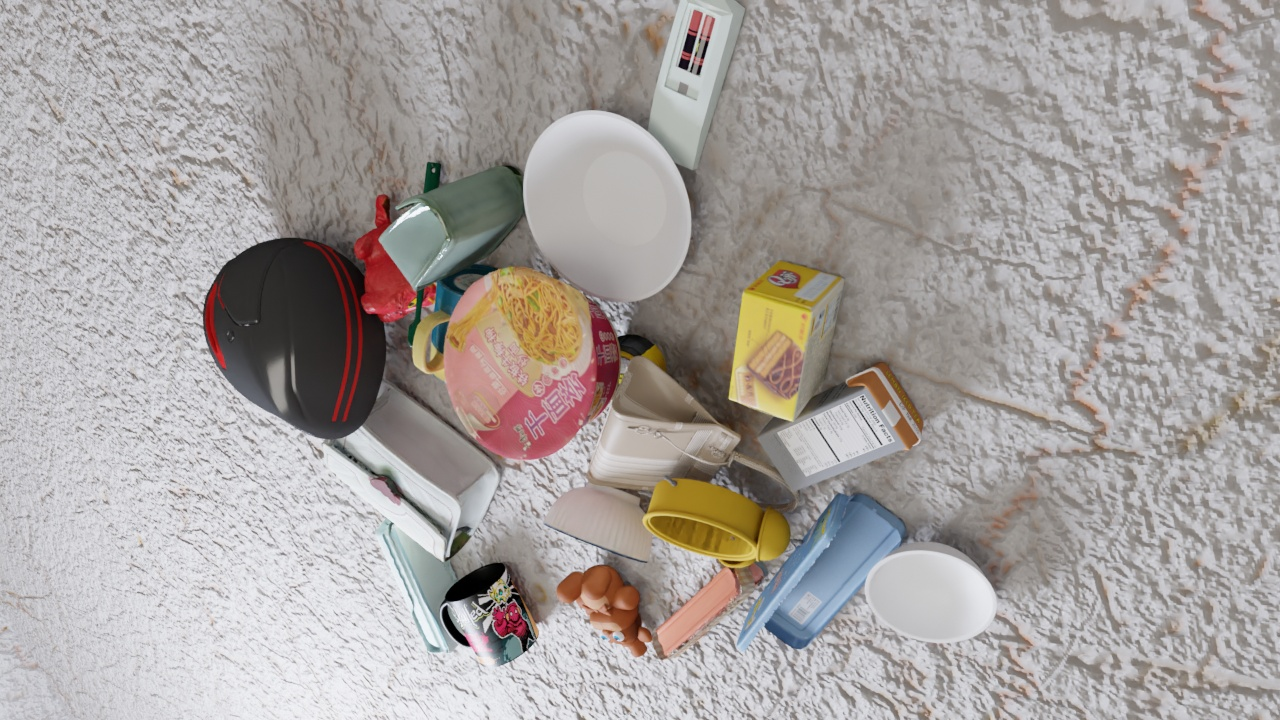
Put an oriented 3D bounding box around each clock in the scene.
[{"bbox_3d":[0.075,0.157,0.876,0.152,0.052,0.114,24,155,-12],"label":"clock"}]

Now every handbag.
[{"bbox_3d":[-0.177,-0.133,0.879,0.106,0.121,0.067,-35,91,42],"label":"handbag"},{"bbox_3d":[-0.282,0.138,1.104,0.198,0.095,0.142,35,129,10],"label":"handbag"},{"bbox_3d":[0.058,0.096,0.875,0.198,0.062,0.176,23,150,2],"label":"handbag"}]

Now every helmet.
[{"bbox_3d":[-0.372,-0.036,1.019,0.170,0.164,0.264,-30,70,32],"label":"helmet"}]

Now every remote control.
[{"bbox_3d":[0.040,-0.229,0.749,0.049,0.024,0.144,29,127,17],"label":"remote control"}]

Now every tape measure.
[{"bbox_3d":[-0.005,0.005,0.893,0.066,0.037,0.064,-3,115,40],"label":"tape measure"}]

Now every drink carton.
[{"bbox_3d":[0.173,0.060,0.800,0.125,0.048,0.076,-31,96,39],"label":"drink carton"}]

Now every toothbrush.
[{"bbox_3d":[-0.221,-0.107,0.941,0.016,0.017,0.190,6,93,-10],"label":"toothbrush"}]

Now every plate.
[{"bbox_3d":[-0.024,-0.140,0.829,0.174,0.036,0.174,15,121,26],"label":"plate"}]

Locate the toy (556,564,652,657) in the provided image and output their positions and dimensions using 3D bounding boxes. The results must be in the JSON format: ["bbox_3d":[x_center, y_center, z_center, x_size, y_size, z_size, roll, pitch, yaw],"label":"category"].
[{"bbox_3d":[-0.035,0.290,1.048,0.095,0.065,0.128,-14,111,43],"label":"toy"}]

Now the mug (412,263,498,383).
[{"bbox_3d":[-0.183,-0.031,0.939,0.083,0.113,0.107,31,126,27],"label":"mug"}]

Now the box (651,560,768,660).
[{"bbox_3d":[0.073,0.263,0.989,0.189,0.062,0.058,-52,57,41],"label":"box"}]

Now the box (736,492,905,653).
[{"bbox_3d":[0.170,0.217,0.875,0.074,0.077,0.210,32,128,8],"label":"box"}]

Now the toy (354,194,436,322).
[{"bbox_3d":[-0.251,-0.112,0.986,0.094,0.088,0.133,-9,91,3],"label":"toy"}]

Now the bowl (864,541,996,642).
[{"bbox_3d":[0.259,0.198,0.819,0.110,0.040,0.110,11,125,16],"label":"bowl"}]

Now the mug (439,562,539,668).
[{"bbox_3d":[-0.200,0.322,1.151,0.118,0.081,0.098,-20,103,26],"label":"mug"}]

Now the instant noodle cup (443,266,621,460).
[{"bbox_3d":[-0.095,0.001,0.871,0.179,0.077,0.178,3,95,31],"label":"instant noodle cup"}]

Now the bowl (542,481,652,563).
[{"bbox_3d":[-0.037,0.164,0.967,0.118,0.118,0.062,17,81,25],"label":"bowl"}]

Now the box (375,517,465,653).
[{"bbox_3d":[-0.281,0.285,1.190,0.066,0.082,0.199,0,114,42],"label":"box"}]

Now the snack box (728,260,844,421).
[{"bbox_3d":[0.122,-0.017,0.770,0.061,0.083,0.106,18,122,23],"label":"snack box"}]
